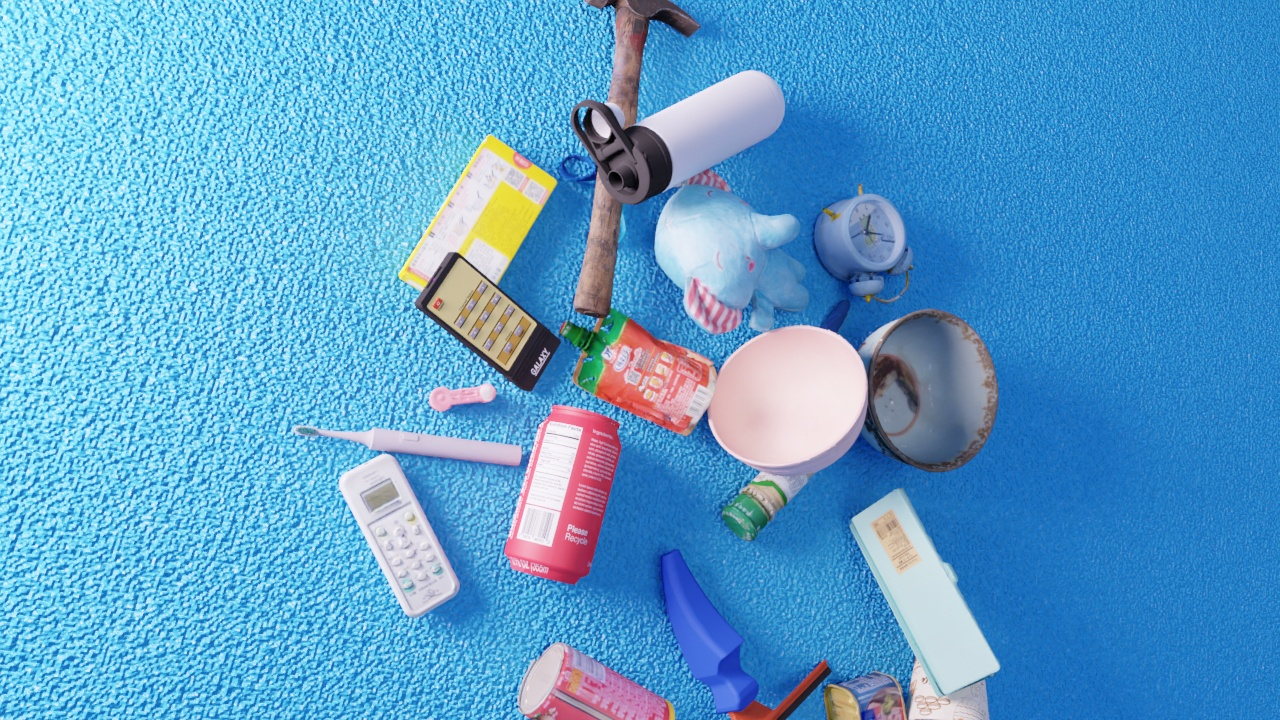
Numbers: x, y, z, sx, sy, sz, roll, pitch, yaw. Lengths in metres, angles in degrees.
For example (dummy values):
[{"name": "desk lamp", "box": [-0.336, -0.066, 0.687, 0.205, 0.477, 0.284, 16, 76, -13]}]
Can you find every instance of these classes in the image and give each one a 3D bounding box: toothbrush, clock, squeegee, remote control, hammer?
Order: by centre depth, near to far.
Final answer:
[{"name": "remote control", "box": [-0.199, 0.145, 0.759, 0.050, 0.022, 0.133, -28, 95, -23]}, {"name": "toothbrush", "box": [-0.192, 0.070, 0.772, 0.187, 0.019, 0.018, 9, 78, -22]}, {"name": "remote control", "box": [-0.129, -0.031, 0.791, 0.133, 0.013, 0.058, 41, 69, -35]}, {"name": "squeegee", "box": [0.064, 0.260, 0.837, 0.248, 0.055, 0.184, -20, 83, -49]}, {"name": "hammer", "box": [-0.015, -0.199, 0.861, 0.120, 0.033, 0.330, 14, 76, -26]}, {"name": "toothbrush", "box": [0.184, -0.011, 0.947, 0.021, 0.016, 0.132, 38, 69, -15]}, {"name": "clock", "box": [0.238, -0.118, 0.961, 0.088, 0.052, 0.124, -34, 97, -24]}]

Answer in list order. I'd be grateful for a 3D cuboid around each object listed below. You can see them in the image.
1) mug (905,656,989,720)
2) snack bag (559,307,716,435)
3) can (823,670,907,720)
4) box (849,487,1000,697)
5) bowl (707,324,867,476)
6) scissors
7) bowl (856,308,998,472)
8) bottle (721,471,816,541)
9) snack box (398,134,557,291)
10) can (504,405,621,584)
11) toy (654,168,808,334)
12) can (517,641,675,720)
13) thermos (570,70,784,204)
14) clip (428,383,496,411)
[{"name": "mug", "box": [0.320, 0.335, 0.934, 0.122, 0.081, 0.097, 47, 46, -39]}, {"name": "snack bag", "box": [-0.005, 0.005, 0.853, 0.155, 0.044, 0.087, 28, 69, -13]}, {"name": "can", "box": [0.224, 0.362, 0.899, 0.059, 0.054, 0.100, -7, 87, -26]}, {"name": "box", "box": [0.282, 0.216, 0.881, 0.077, 0.092, 0.188, -11, 62, -22]}, {"name": "bowl", "box": [0.147, 0.049, 0.867, 0.152, 0.153, 0.076, -60, 140, -17]}, {"name": "scissors", "box": [-0.022, -0.175, 0.877, 0.117, 0.014, 0.129, 41, 71, -12]}, {"name": "bowl", "box": [0.269, 0.033, 0.933, 0.159, 0.094, 0.160, 3, 83, -23]}, {"name": "bottle", "box": [0.129, 0.126, 0.891, 0.109, 0.043, 0.042, -41, 100, -22]}, {"name": "snack box", "box": [-0.142, -0.118, 0.813, 0.075, 0.025, 0.152, 33, 73, -17]}, {"name": "can", "box": [-0.065, 0.116, 0.791, 0.074, 0.075, 0.142, 19, 77, -20]}, {"name": "toy", "box": [0.100, -0.101, 0.869, 0.180, 0.115, 0.183, 17, 55, -28]}, {"name": "can", "box": [-0.036, 0.298, 0.787, 0.124, 0.067, 0.066, 34, 72, -16]}, {"name": "thermos", "box": [0.041, -0.222, 0.846, 0.229, 0.069, 0.101, -36, 103, -39]}, {"name": "clip", "box": [-0.154, 0.031, 0.796, 0.060, 0.043, 0.023, -10, 84, 4]}]
